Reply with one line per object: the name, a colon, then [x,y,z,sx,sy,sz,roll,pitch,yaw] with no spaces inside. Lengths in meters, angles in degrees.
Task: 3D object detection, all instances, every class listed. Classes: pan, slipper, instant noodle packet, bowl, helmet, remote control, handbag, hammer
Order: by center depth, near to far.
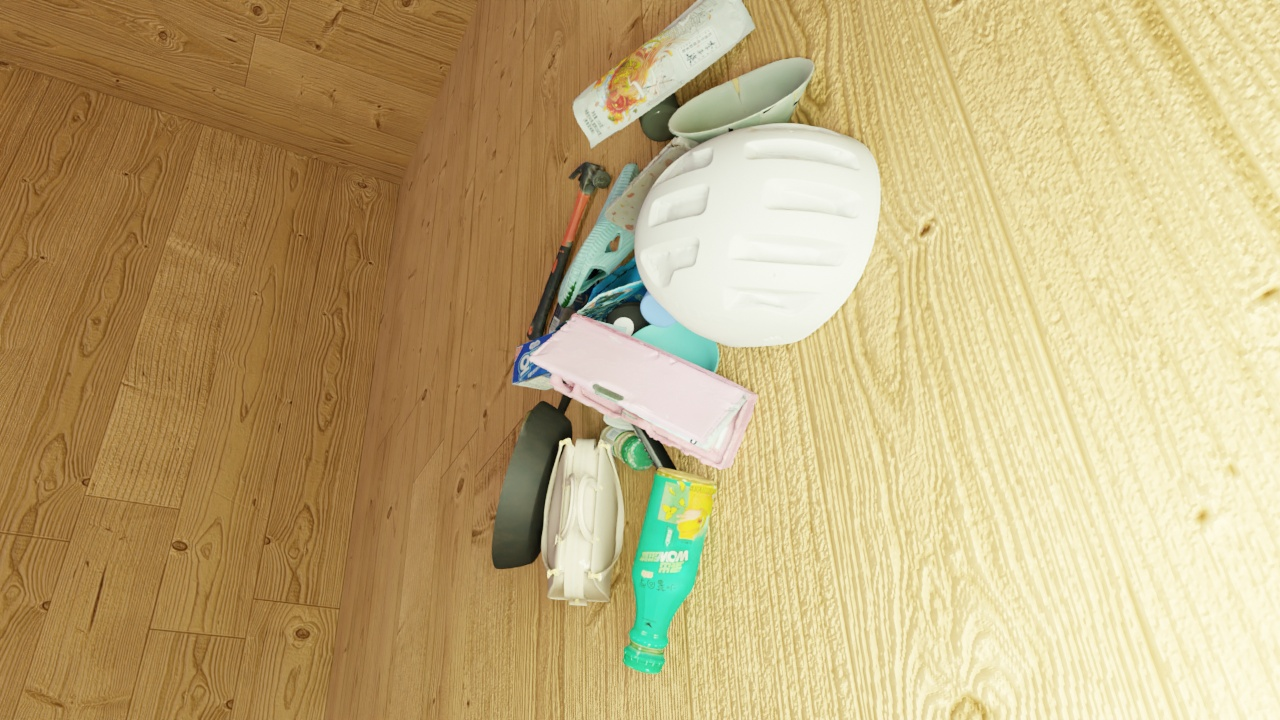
helmet: [0.117,-0.127,0.933,0.283,0.183,0.224,5,85,45]
bowl: [0.122,-0.268,1.023,0.174,0.068,0.174,-22,27,12]
remote control: [0.006,0.084,1.050,0.140,0.021,0.045,59,-179,13]
bowl: [0.034,0.014,1.063,0.046,0.121,0.121,70,-171,-49]
handbag: [-0.071,0.184,1.097,0.198,0.101,0.194,92,-179,-67]
instant noodle packet: [0.026,-0.406,1.244,0.270,0.057,0.146,-33,47,23]
pan: [-0.123,0.130,1.266,0.354,0.043,0.249,-69,-9,-50]
slipper: [-0.044,-0.174,1.322,0.116,0.069,0.275,-45,18,56]
hammer: [-0.135,-0.183,1.591,0.334,0.033,0.133,-69,27,17]

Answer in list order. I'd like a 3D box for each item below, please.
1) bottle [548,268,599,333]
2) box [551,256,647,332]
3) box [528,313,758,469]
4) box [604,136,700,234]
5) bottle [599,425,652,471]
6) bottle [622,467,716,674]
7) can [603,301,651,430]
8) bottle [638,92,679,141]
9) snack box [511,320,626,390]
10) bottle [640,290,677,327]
bottle: [-0.094,-0.101,1.422,0.161,0.056,0.056,-68,25,17]
box: [-0.039,-0.075,1.240,0.173,0.063,0.244,-46,8,-32]
box: [-0.006,0.030,0.963,0.233,0.098,0.099,26,104,26]
box: [0.052,-0.234,1.162,0.107,0.095,0.217,-58,14,-28]
bottle: [-0.018,0.108,1.157,0.110,0.042,0.042,18,93,66]
bottle: [0.025,0.222,0.969,0.068,0.068,0.209,9,85,66]
can: [-0.007,0.007,1.143,0.080,0.080,0.145,-36,45,55]
bottle: [0.023,-0.362,1.307,0.060,0.060,0.108,-57,30,36]
snack box: [-0.095,-0.004,1.164,0.227,0.059,0.059,-17,65,59]
bottle: [0.043,-0.095,1.100,0.048,0.048,0.130,-51,8,43]
